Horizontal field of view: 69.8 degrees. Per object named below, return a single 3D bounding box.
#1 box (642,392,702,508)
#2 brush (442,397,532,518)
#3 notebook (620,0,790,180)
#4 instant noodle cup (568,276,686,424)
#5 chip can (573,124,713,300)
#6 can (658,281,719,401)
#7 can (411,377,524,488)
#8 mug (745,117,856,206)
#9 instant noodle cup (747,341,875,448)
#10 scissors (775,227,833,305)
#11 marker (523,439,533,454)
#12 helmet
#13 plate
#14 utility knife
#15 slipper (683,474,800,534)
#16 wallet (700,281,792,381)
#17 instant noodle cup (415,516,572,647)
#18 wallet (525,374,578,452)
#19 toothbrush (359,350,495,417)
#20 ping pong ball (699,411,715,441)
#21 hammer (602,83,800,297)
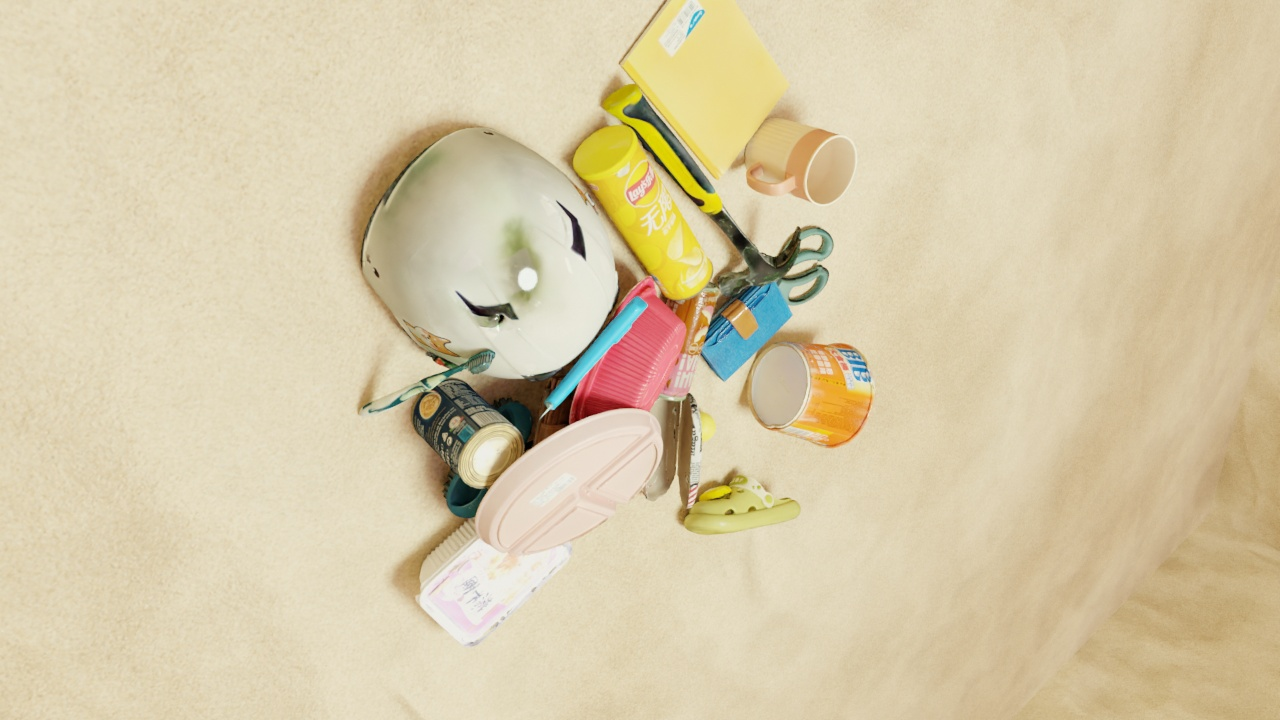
[{"bbox_3d":[0.052,0.118,1.187,0.076,0.087,0.163,-28,128,-46],"label":"box"},{"bbox_3d":[-0.164,0.112,1.006,0.055,0.073,0.144,30,94,-35],"label":"brush"},{"bbox_3d":[0.078,-0.314,1.010,0.146,0.010,0.206,-54,136,-2],"label":"notebook"},{"bbox_3d":[-0.006,0.006,1.018,0.193,0.066,0.194,-58,169,-20],"label":"instant noodle cup"},{"bbox_3d":[0.008,-0.156,1.000,0.072,0.072,0.213,-48,137,-9],"label":"chip can"},{"bbox_3d":[0.049,-0.028,1.119,0.057,0.058,0.147,-1,114,-40],"label":"can"},{"bbox_3d":[-0.178,0.074,0.945,0.075,0.111,0.075,-20,126,-31],"label":"can"},{"bbox_3d":[0.175,-0.228,1.075,0.114,0.106,0.082,-33,132,-22],"label":"mug"},{"bbox_3d":[0.226,0.041,1.256,0.111,0.151,0.151,10,108,-35],"label":"instant noodle cup"},{"bbox_3d":[0.196,-0.134,1.211,0.185,0.019,0.130,2,112,-43],"label":"scissors"},{"bbox_3d":[-0.093,0.088,1.097,0.124,0.015,0.018,-21,122,-27],"label":"marker"},{"bbox_3d":[-0.116,-0.080,0.875,0.230,0.157,0.274,-47,135,-8],"label":"helmet"},{"bbox_3d":[-0.070,0.139,0.993,0.229,0.028,0.230,-26,150,-17],"label":"plate"},{"bbox_3d":[-0.050,-0.001,0.912,0.018,0.034,0.159,41,91,-1],"label":"utility knife"},{"bbox_3d":[0.145,0.208,1.335,0.190,0.092,0.081,-2,75,-30],"label":"slipper"},{"bbox_3d":[0.134,-0.042,1.190,0.133,0.040,0.106,-45,142,-3],"label":"wallet"},{"bbox_3d":[-0.178,0.236,1.077,0.173,0.060,0.138,-40,134,-14],"label":"instant noodle cup"},{"bbox_3d":[-0.091,0.080,1.040,0.107,0.031,0.132,-2,104,-71],"label":"wallet"},{"bbox_3d":[-0.207,0.027,0.871,0.016,0.192,0.018,38,43,-38],"label":"toothbrush"},{"bbox_3d":[0.080,0.089,1.226,0.040,0.040,0.040,-20,126,-31],"label":"ping pong ball"},{"bbox_3d":[0.073,-0.187,1.031,0.323,0.126,0.031,43,39,-40],"label":"hammer"}]
